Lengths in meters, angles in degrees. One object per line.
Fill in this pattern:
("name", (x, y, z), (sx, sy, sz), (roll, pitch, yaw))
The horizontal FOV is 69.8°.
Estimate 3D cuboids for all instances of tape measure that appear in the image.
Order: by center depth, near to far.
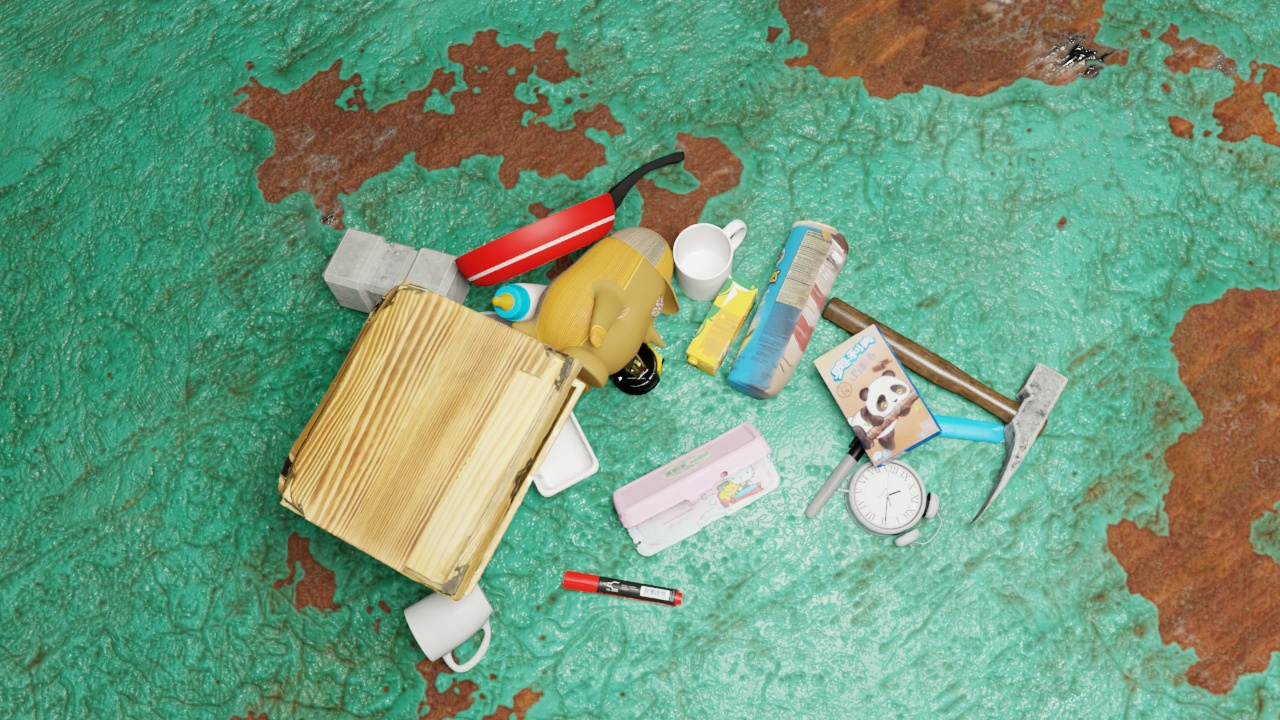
("tape measure", (-0.007, 0.007, 1.175), (0.072, 0.042, 0.071), (41, 80, 12))

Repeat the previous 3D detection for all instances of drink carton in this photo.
("drink carton", (0.102, -0.041, 1.168), (0.041, 0.058, 0.122), (29, 81, 11))

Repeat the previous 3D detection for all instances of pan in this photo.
("pan", (-0.072, -0.184, 1.177), (0.355, 0.209, 0.067), (-28, 100, -27))

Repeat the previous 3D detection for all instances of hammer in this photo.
("hammer", (0.340, 0.037, 1.131), (0.300, 0.037, 0.217), (32, 72, 14))
("hammer", (-0.352, -0.002, 1.151), (0.163, 0.083, 0.316), (15, 66, 8))

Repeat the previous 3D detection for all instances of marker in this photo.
("marker", (-0.021, 0.280, 1.120), (0.145, 0.023, 0.021), (8, 115, 7))
("marker", (0.246, 0.138, 1.138), (0.138, 0.016, 0.022), (-51, 47, -7))

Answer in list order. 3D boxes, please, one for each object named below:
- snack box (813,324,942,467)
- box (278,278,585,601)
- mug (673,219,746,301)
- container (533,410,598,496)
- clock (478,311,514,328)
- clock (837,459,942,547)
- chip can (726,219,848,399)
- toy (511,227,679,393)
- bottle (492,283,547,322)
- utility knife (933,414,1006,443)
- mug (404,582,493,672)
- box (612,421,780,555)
("snack box", (0.284, 0.042, 1.102), (0.087, 0.034, 0.151), (-34, 69, 18))
("box", (-0.233, 0.079, 1.006), (0.257, 0.215, 0.279), (29, 82, -7))
("mug", (0.094, -0.137, 1.175), (0.110, 0.090, 0.074), (-43, 77, -6))
("container", (-0.111, 0.101, 1.157), (0.080, 0.049, 0.129), (-28, 76, -2))
("clock", (-0.200, 0.006, 1.170), (0.122, 0.045, 0.159), (40, 66, 12))
("clock", (0.307, 0.172, 1.113), (0.122, 0.035, 0.094), (38, 83, 13))
("chip can", (0.187, -0.061, 1.160), (0.080, 0.080, 0.229), (23, 80, 10))
("toy", (-0.033, -0.068, 1.121), (0.162, 0.199, 0.203), (39, 74, -10))
("bottle", (-0.146, -0.072, 1.150), (0.051, 0.146, 0.051), (1, 92, 22))
("utility knife", (0.387, 0.085, 1.137), (0.173, 0.015, 0.031), (8, 80, 6))
("mug", (-0.219, 0.323, 1.112), (0.089, 0.071, 0.107), (-30, 104, -12))
("box", (0.073, 0.164, 1.127), (0.202, 0.088, 0.095), (-28, 110, -2))
